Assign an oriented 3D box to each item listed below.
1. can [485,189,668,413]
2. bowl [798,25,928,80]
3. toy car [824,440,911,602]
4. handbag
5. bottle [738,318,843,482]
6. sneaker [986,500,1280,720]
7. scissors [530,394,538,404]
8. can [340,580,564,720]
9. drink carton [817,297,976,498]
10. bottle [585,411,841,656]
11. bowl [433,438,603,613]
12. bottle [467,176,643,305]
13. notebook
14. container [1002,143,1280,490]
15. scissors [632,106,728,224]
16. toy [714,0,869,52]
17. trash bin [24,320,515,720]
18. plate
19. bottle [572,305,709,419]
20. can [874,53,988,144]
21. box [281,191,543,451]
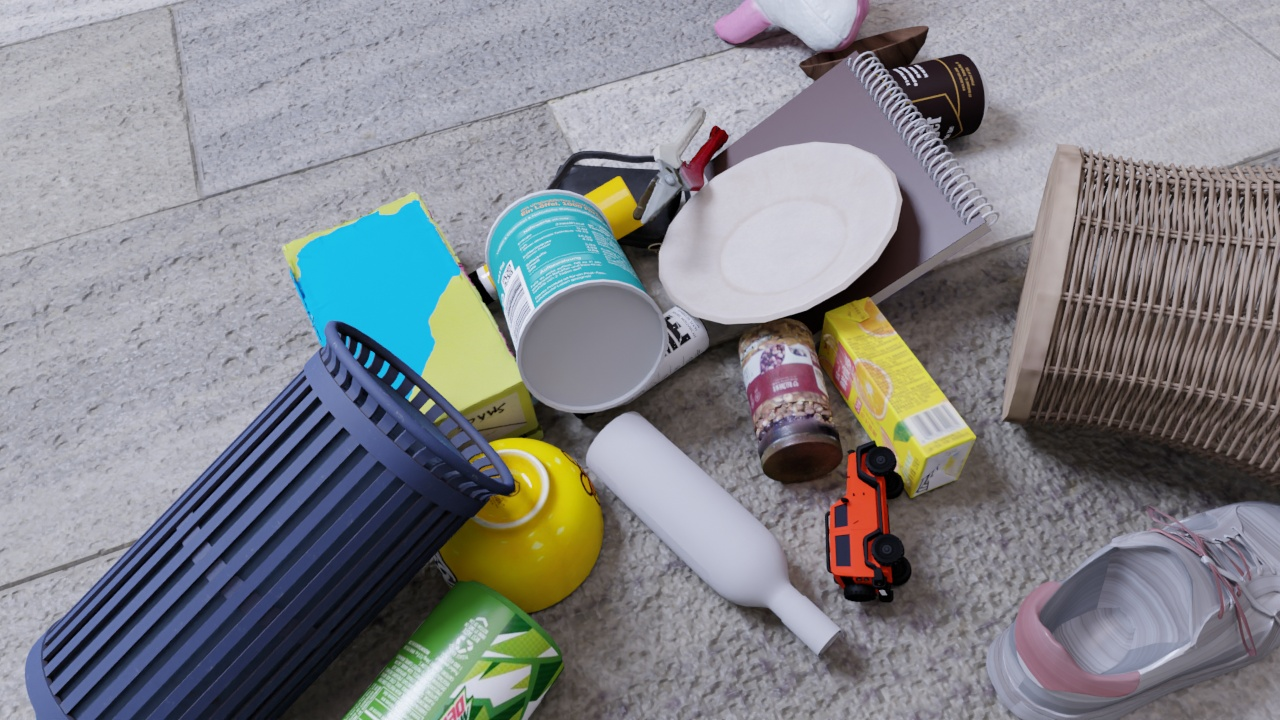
[{"bbox_3d":[-0.049,-0.045,0.645,0.099,0.099,0.143,-16,36,-8],"label":"can"},{"bbox_3d":[0.210,-0.278,0.856,0.119,0.032,0.119,-16,21,6],"label":"bowl"},{"bbox_3d":[0.146,0.104,0.593,0.049,0.051,0.100,-7,59,19],"label":"toy car"},{"bbox_3d":[-0.022,-0.129,0.771,0.128,0.054,0.079,4,59,4],"label":"handbag"},{"bbox_3d":[0.104,0.027,0.650,0.056,0.056,0.105,-6,54,-1],"label":"bottle"},{"bbox_3d":[0.319,0.135,0.539,0.236,0.090,0.099,-23,57,-13],"label":"sneaker"},{"bbox_3d":[-0.048,-0.022,0.724,0.118,0.015,0.139,-17,62,-8],"label":"scissors"},{"bbox_3d":[-0.117,0.204,0.519,0.083,0.083,0.143,29,61,21],"label":"can"},{"bbox_3d":[0.174,0.024,0.647,0.043,0.059,0.134,-20,55,-11],"label":"drink carton"},{"bbox_3d":[0.047,0.113,0.594,0.052,0.052,0.195,-38,61,-22],"label":"bottle"},{"bbox_3d":[-0.084,0.099,0.602,0.117,0.068,0.117,-1,55,2],"label":"bowl"},{"bbox_3d":[-0.068,-0.091,0.726,0.144,0.043,0.043,-30,57,3],"label":"bottle"},{"bbox_3d":[0.156,-0.135,0.733,0.172,0.022,0.209,-35,54,18],"label":"notebook"},{"bbox_3d":[0.353,-0.032,0.586,0.196,0.227,0.226,11,56,19],"label":"container"},{"bbox_3d":[0.036,-0.154,0.745,0.140,0.015,0.188,18,49,-33],"label":"scissors"},{"bbox_3d":[0.154,-0.396,0.914,0.127,0.187,0.265,0,55,-45],"label":"toy"},{"bbox_3d":[-0.207,0.115,0.517,0.249,0.139,0.139,-46,62,-2],"label":"trash bin"},{"bbox_3d":[0.105,-0.094,0.700,0.189,0.027,0.188,-17,45,18],"label":"plate"},{"bbox_3d":[-0.004,0.004,0.682,0.115,0.041,0.041,-34,60,-19],"label":"bottle"},{"bbox_3d":[0.234,-0.223,0.811,0.128,0.072,0.071,-15,55,-7],"label":"can"},{"bbox_3d":[-0.174,-0.017,0.688,0.124,0.079,0.221,-27,55,-15],"label":"box"}]
